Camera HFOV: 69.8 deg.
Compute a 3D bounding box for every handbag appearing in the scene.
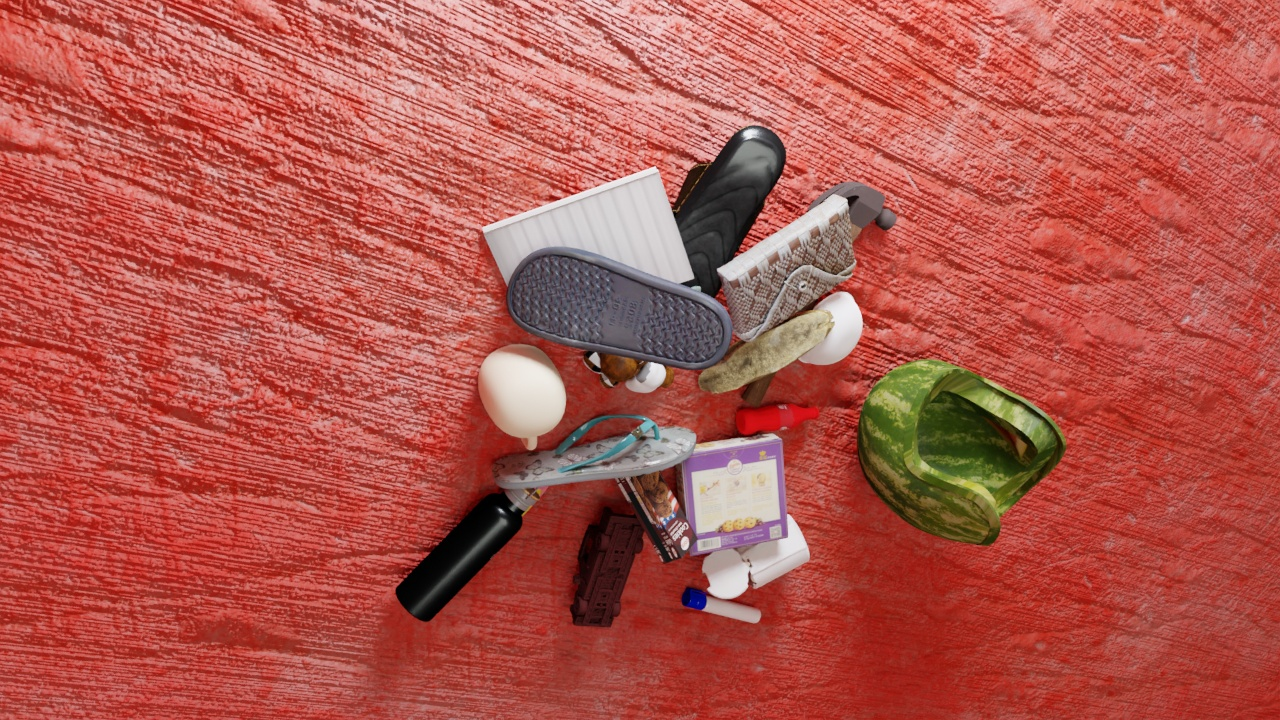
[{"bbox_3d":[0.186,-0.109,1.126,0.185,0.047,0.124,-33,138,-8],"label":"handbag"}]

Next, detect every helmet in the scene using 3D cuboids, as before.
[{"bbox_3d":[0.414,0.122,1.258,0.212,0.247,0.244,-42,163,-20],"label":"helmet"}]

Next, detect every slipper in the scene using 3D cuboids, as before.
[{"bbox_3d":[-0.020,-0.063,1.046,0.268,0.083,0.111,15,106,14],"label":"slipper"},{"bbox_3d":[0.083,-0.164,1.104,0.113,0.075,0.268,20,118,-18],"label":"slipper"},{"bbox_3d":[-0.052,0.111,1.151,0.268,0.098,0.055,-10,116,-16],"label":"slipper"}]

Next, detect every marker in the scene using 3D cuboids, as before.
[{"bbox_3d":[0.122,0.367,1.370,0.133,0.023,0.027,21,81,-27],"label":"marker"}]

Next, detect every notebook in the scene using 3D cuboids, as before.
[{"bbox_3d":[-0.058,-0.124,1.064,0.210,0.009,0.143,-18,119,6],"label":"notebook"}]

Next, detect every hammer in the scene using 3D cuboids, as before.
[{"bbox_3d":[0.222,-0.084,1.214,0.115,0.033,0.323,21,103,-29],"label":"hammer"}]

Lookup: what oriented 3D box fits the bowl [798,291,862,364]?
[{"bbox_3d":[0.261,-0.033,1.221,0.109,0.040,0.110,-25,137,-27],"label":"bowl"}]

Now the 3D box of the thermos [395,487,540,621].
[{"bbox_3d":[-0.207,0.227,1.159,0.231,0.061,0.061,-46,120,2],"label":"thermos"}]

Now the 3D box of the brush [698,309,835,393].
[{"bbox_3d":[0.160,-0.010,1.185,0.196,0.043,0.059,-28,94,13],"label":"brush"}]

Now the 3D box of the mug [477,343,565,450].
[{"bbox_3d":[-0.137,0.052,1.090,0.096,0.099,0.120,-10,115,-18],"label":"mug"}]

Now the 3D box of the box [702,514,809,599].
[{"bbox_3d":[0.161,0.285,1.317,0.166,0.092,0.083,-28,80,-6],"label":"box"}]

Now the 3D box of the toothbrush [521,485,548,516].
[{"bbox_3d":[-0.158,0.199,1.195,0.021,0.016,0.135,35,94,-28],"label":"toothbrush"}]

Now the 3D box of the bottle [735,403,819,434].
[{"bbox_3d":[0.192,0.079,1.267,0.119,0.036,0.036,-5,113,-20],"label":"bottle"}]

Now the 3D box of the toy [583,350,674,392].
[{"bbox_3d":[-0.007,0.007,1.147,0.112,0.067,0.087,13,137,-45],"label":"toy"}]

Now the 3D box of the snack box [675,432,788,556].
[{"bbox_3d":[0.124,0.181,1.252,0.143,0.040,0.148,-8,102,-11],"label":"snack box"}]

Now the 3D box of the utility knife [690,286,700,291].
[{"bbox_3d":[-0.026,-0.056,1.112,0.205,0.015,0.031,-15,135,1],"label":"utility knife"}]

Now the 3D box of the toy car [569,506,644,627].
[{"bbox_3d":[-0.048,0.275,1.242,0.070,0.062,0.170,11,107,-25],"label":"toy car"}]

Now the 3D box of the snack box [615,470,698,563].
[{"bbox_3d":[0.019,0.190,1.203,0.032,0.050,0.141,-26,95,35],"label":"snack box"}]
